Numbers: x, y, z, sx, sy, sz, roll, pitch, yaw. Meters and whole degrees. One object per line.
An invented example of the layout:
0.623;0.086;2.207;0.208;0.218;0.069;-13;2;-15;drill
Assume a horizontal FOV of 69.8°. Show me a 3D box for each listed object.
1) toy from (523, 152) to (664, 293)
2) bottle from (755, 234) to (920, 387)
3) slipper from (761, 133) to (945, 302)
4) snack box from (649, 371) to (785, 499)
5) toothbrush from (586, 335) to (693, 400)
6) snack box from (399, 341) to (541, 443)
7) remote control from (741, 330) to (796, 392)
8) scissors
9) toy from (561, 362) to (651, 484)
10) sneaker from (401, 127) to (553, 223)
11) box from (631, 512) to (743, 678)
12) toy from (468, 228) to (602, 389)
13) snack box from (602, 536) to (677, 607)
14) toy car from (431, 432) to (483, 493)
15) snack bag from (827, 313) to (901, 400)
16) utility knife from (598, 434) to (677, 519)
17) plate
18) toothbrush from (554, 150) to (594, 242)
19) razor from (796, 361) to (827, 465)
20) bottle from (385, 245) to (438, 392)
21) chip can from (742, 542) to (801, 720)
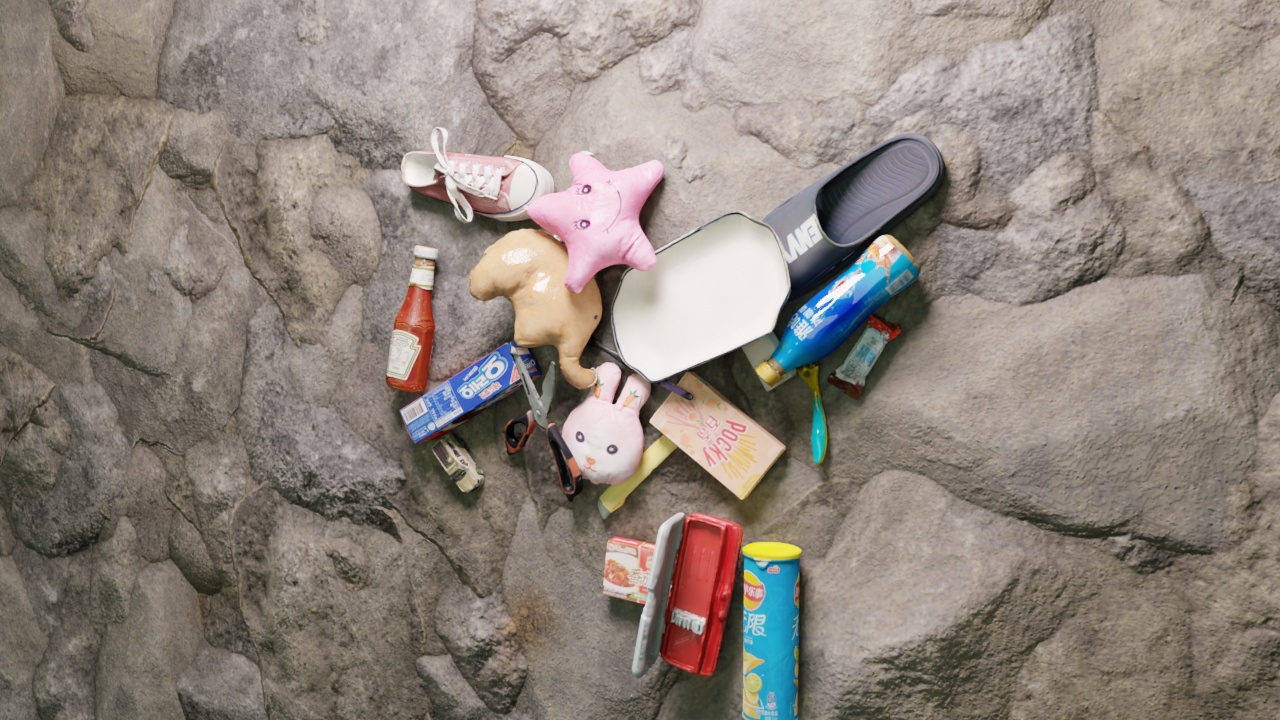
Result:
-0.062;-0.176;1.167;0.178;0.075;0.194;5;75;7;toy
0.224;-0.052;1.070;0.219;0.065;0.065;-43;77;10;bottle
0.226;-0.172;1.071;0.269;0.083;0.110;-36;77;18;slipper
0.097;0.093;1.160;0.157;0.026;0.084;39;101;17;snack box
-0.007;0.007;1.194;0.189;0.016;0.014;29;93;27;toothbrush
-0.238;0.045;1.280;0.208;0.058;0.057;-31;80;21;snack box
0.143;-0.025;1.132;0.049;0.024;0.125;-40;76;47;remote control
-0.129;0.086;1.204;0.189;0.015;0.226;48;140;14;scissors
-0.044;0.084;1.207;0.121;0.054;0.159;16;92;26;toy
-0.236;-0.247;1.252;0.241;0.087;0.118;15;97;22;sneaker
0.058;0.292;1.120;0.095;0.100;0.201;13;98;21;box
-0.114;-0.072;1.195;0.143;0.082;0.226;-41;85;-10;toy
0.026;0.282;1.199;0.153;0.025;0.075;8;95;22;snack box
-0.260;0.149;1.306;0.042;0.035;0.090;-41;79;19;toy car
0.266;-0.006;1.090;0.045;0.026;0.105;32;104;9;snack bag
0.004;0.142;1.207;0.031;0.019;0.179;47;109;10;utility knife
0.074;-0.074;1.129;0.266;0.034;0.162;-26;71;35;plate
-0.103;-0.191;1.238;0.020;0.029;0.190;17;103;-21;toothbrush
0.210;0.060;1.114;0.043;0.028;0.132;-13;84;48;razor
-0.320;-0.060;1.309;0.060;0.059;0.206;13;96;21;bottle
0.160;0.333;1.122;0.071;0.071;0.210;1;92;22;chip can
